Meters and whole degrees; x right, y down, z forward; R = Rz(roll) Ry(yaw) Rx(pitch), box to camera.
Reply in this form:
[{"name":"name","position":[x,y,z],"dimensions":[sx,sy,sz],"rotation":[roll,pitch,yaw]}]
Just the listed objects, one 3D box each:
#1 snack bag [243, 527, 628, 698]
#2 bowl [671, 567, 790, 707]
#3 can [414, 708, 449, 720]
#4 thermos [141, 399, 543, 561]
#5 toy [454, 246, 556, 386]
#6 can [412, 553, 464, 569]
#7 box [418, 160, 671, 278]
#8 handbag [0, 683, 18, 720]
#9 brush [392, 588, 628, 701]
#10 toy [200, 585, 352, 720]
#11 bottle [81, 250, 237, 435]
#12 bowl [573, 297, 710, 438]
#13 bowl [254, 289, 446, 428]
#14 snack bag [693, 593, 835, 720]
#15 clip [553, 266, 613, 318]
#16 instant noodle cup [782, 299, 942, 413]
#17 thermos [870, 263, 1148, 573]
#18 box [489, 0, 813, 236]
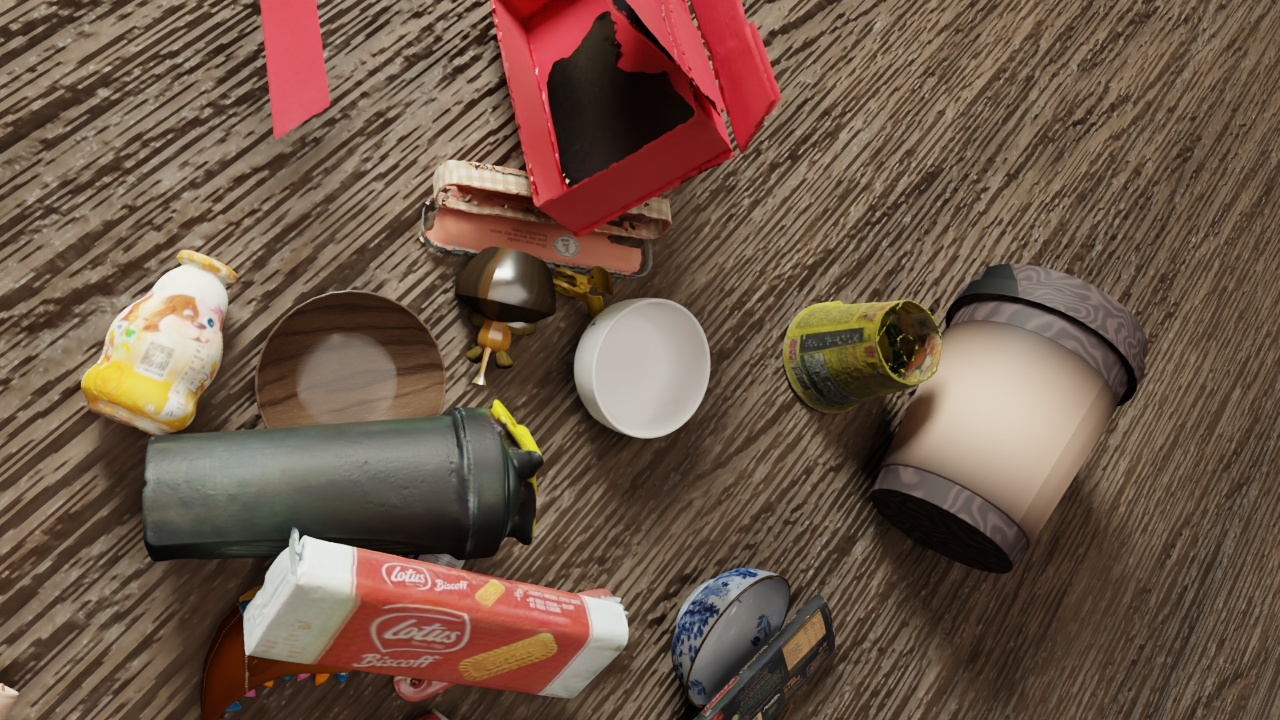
[{"name":"snack bag","position":[-0.116,0.161,0.557],"dimensions":[0.225,0.078,0.041],"rotation":[21,30,-34]},{"name":"bowl","position":[0.060,0.201,0.699],"dimensions":[0.114,0.045,0.114],"rotation":[-27,132,-34]},{"name":"can","position":[-0.148,0.278,0.588],"dimensions":[0.054,0.054,0.096],"rotation":[45,66,-16]},{"name":"thermos","position":[-0.170,0.075,0.549],"dimensions":[0.220,0.098,0.098],"rotation":[0,83,-21]},{"name":"toy","position":[-0.100,-0.031,0.652],"dimensions":[0.076,0.062,0.100],"rotation":[12,84,11]},{"name":"can","position":[-0.129,0.117,0.629],"dimensions":[0.032,0.032,0.095],"rotation":[31,71,-21]},{"name":"box","position":[-0.066,-0.103,0.679],"dimensions":[0.186,0.054,0.079],"rotation":[4,114,-26]},{"name":"handbag","position":[-0.387,0.214,0.394],"dimensions":[0.116,0.188,0.198],"rotation":[29,66,-14]},{"name":"brush","position":[-0.086,0.201,0.644],"dimensions":[0.172,0.030,0.041],"rotation":[-12,89,-28]},{"name":"toy","position":[-0.223,0.193,0.571],"dimensions":[0.090,0.071,0.103],"rotation":[20,98,-37]},{"name":"bottle","position":[-0.281,-0.011,0.548],"dimensions":[0.063,0.063,0.109],"rotation":[28,71,-22]},{"name":"bowl","position":[-0.004,0.004,0.691],"dimensions":[0.104,0.054,0.105],"rotation":[-5,98,-34]},{"name":"bowl","position":[-0.191,0.014,0.605],"dimensions":[0.119,0.032,0.119],"rotation":[-1,92,-26]},{"name":"snack bag","position":[0.101,0.256,0.723],"dimensions":[0.154,0.018,0.075],"rotation":[-37,132,-27]},{"name":"clip","position":[-0.041,-0.057,0.694],"dimensions":[0.045,0.054,0.048],"rotation":[-34,75,-7]},{"name":"instant noodle cup","position":[0.189,-0.009,0.769],"dimensions":[0.102,0.108,0.102],"rotation":[3,83,-25]},{"name":"thermos","position":[0.312,0.054,0.800],"dimensions":[0.172,0.173,0.225],"rotation":[40,74,-18]},{"name":"box","position":[0.052,-0.264,0.542],"dimensions":[0.107,0.411,0.211],"rotation":[6,60,-38]}]
